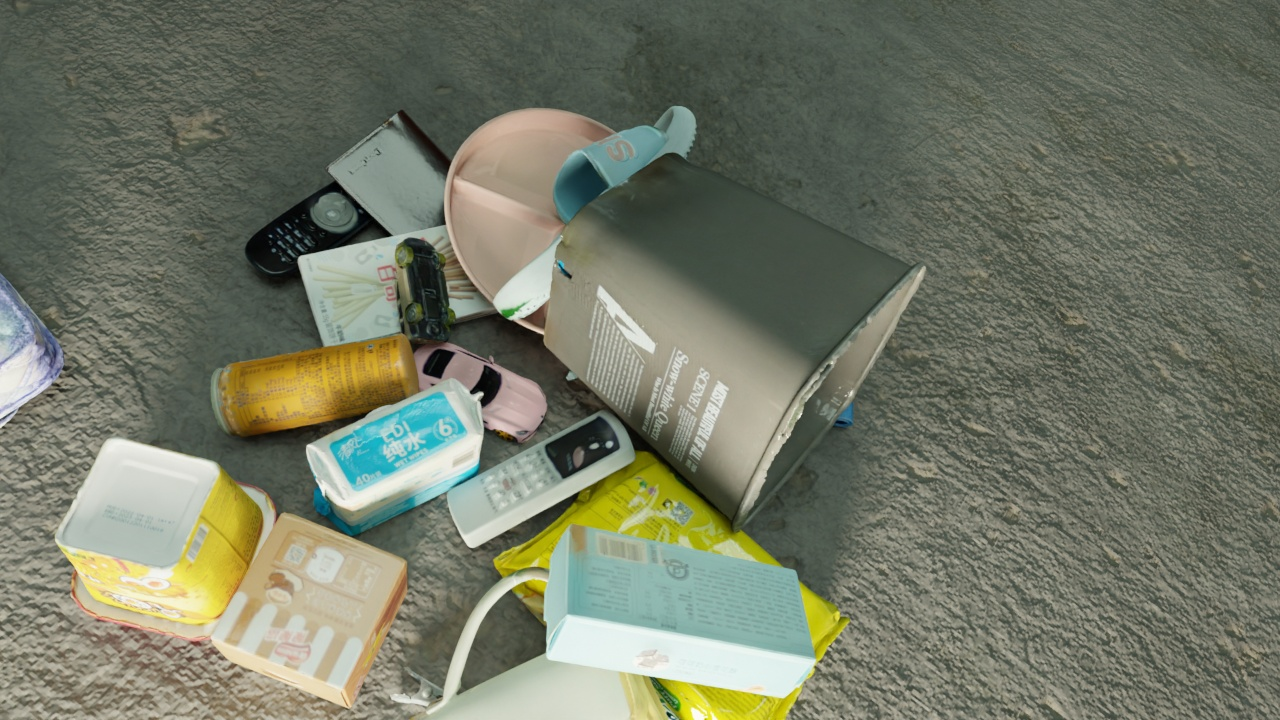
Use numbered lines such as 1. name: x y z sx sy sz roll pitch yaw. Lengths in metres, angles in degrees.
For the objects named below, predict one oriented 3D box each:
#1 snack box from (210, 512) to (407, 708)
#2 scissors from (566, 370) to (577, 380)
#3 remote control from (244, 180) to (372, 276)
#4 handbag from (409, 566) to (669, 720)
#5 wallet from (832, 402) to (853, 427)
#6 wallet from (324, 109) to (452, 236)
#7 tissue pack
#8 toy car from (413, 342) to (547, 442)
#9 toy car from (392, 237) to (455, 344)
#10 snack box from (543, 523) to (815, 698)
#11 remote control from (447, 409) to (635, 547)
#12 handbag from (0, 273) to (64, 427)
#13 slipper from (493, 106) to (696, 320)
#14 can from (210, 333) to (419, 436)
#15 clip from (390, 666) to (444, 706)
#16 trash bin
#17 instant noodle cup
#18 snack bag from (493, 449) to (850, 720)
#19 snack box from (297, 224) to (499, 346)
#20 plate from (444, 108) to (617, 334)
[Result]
1. snack box: -0.225 0.175 0.638 0.093 0.077 0.094 22 59 -1
2. scissors: -0.006 0.006 0.799 0.135 0.017 0.105 -19 86 -31
3. remote control: -0.286 -0.117 0.811 0.053 0.024 0.136 42 58 5
4. handbag: -0.074 0.235 0.613 0.163 0.063 0.178 -24 77 -4
5. wallet: 0.147 -0.011 0.841 0.106 0.040 0.132 12 65 -13
6. wallet: -0.209 -0.158 0.836 0.122 0.020 0.096 46 63 -4
7. tissue pack: -0.182 0.072 0.696 0.139 0.090 0.063 -26 71 -23
8. toy car: -0.135 0.023 0.764 0.122 0.037 0.056 24 61 0
9. toy car: -0.182 -0.057 0.757 0.042 0.035 0.090 7 68 -53
10. snack box: 0.025 0.168 0.611 0.174 0.052 0.074 14 37 -13
11. remote control: -0.078 0.089 0.717 0.150 0.021 0.058 -28 39 -9
12. handbag: -0.535 -0.025 0.678 0.134 0.076 0.194 -39 75 -23
13. slipper: -0.046 -0.133 0.773 0.074 0.104 0.244 44 66 -8
14. can: -0.249 0.019 0.713 0.146 0.058 0.058 -11 65 -5
15. clip: -0.148 0.239 0.652 0.057 0.024 0.029 23 64 2
16. trash bin: 0.058 -0.026 0.704 0.220 0.199 0.198 35 51 17
17. instant noodle cup: -0.323 0.116 0.621 0.116 0.124 0.115 15 60 -4
18. snack bag: 0.029 0.180 0.700 0.246 0.068 0.157 39 61 10
19. snack box: -0.204 -0.065 0.790 0.156 0.027 0.084 -16 82 -20
20. plate: -0.067 -0.122 0.832 0.229 0.028 0.229 9 69 -24
